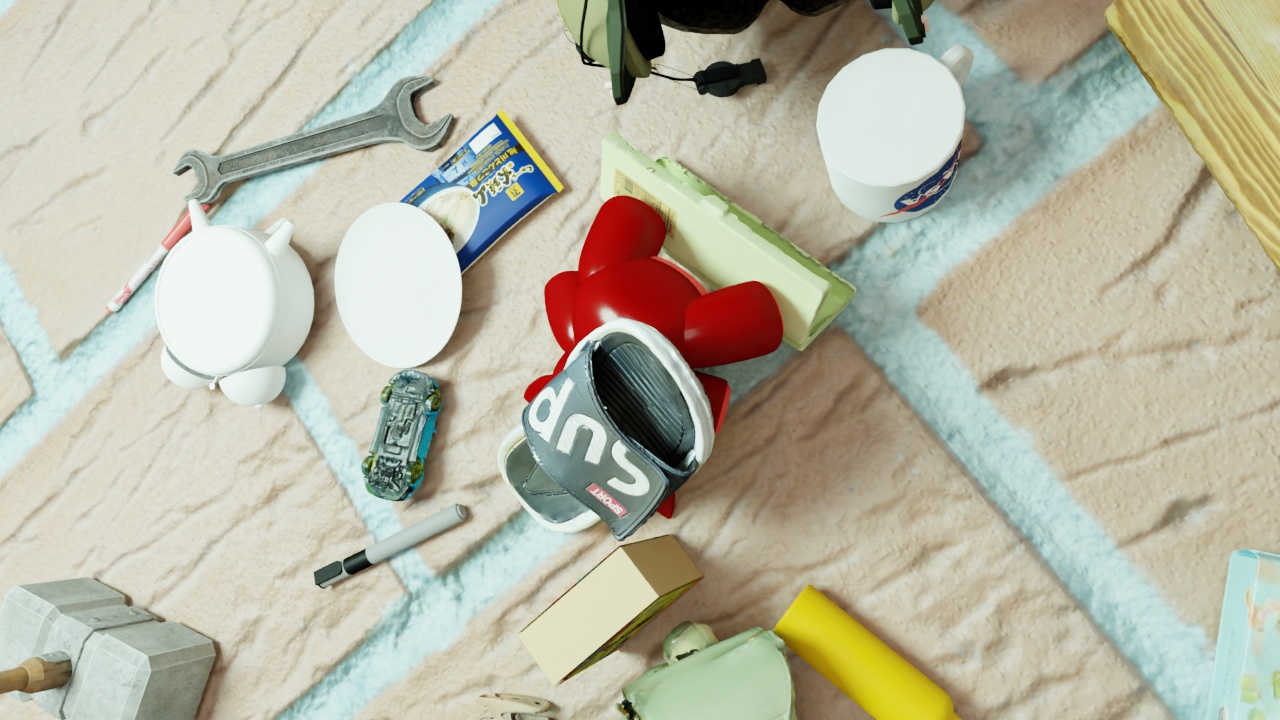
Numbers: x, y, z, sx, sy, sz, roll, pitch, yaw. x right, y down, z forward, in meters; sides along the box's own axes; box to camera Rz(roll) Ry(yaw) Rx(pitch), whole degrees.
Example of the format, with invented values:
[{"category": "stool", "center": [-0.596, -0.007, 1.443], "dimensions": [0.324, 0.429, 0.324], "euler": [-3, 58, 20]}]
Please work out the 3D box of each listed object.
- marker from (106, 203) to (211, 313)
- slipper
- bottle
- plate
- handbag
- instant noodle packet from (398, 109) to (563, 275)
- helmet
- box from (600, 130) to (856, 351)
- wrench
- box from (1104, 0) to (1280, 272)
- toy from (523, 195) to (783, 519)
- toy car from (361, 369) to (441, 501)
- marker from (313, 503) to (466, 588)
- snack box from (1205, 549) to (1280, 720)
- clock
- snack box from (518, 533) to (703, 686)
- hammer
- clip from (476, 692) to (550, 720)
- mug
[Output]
[{"category": "marker", "center": [-0.447, -0.096, 0.847], "dimensions": [0.142, 0.012, 0.013], "euler": [-45, 73, 7]}, {"category": "slipper", "center": [-0.039, 0.063, 0.593], "dimensions": [0.111, 0.265, 0.063], "euler": [49, 57, -1]}, {"category": "bottle", "center": [0.158, 0.212, 0.610], "dimensions": [0.143, 0.043, 0.043], "euler": [37, 95, 17]}, {"category": "plate", "center": [-0.198, -0.061, 0.754], "dimensions": [0.135, 0.011, 0.134], "euler": [4, 98, 27]}, {"category": "handbag", "center": [0.052, 0.263, 0.606], "dimensions": [0.113, 0.117, 0.186], "euler": [-19, 102, -13]}, {"category": "instant noodle packet", "center": [-0.138, -0.129, 0.750], "dimensions": [0.134, 0.026, 0.087], "euler": [-39, 77, 9]}, {"category": "helmet", "center": [0.069, -0.278, 0.574], "dimensions": [0.251, 0.255, 0.232], "euler": [-7, 84, 15]}, {"category": "box", "center": [0.065, -0.095, 0.644], "dimensions": [0.188, 0.098, 0.082], "euler": [39, 61, 15]}, {"category": "wrench", "center": [-0.291, -0.189, 0.804], "dimensions": [0.274, 0.010, 0.070], "euler": [-12, 79, 12]}, {"category": "box", "center": [0.529, -0.203, 0.499], "dimensions": [0.335, 0.287, 0.279], "euler": [-18, 74, -25]}, {"category": "toy", "center": [-0.004, 0.003, 0.644], "dimensions": [0.158, 0.120, 0.198], "euler": [36, 135, 15]}, {"category": "toy car", "center": [-0.189, 0.061, 0.739], "dimensions": [0.048, 0.032, 0.105], "euler": [8, 80, 18]}, {"category": "marker", "center": [-0.202, 0.150, 0.741], "dimensions": [0.141, 0.016, 0.016], "euler": [-27, 76, 12]}, {"category": "snack box", "center": [0.383, 0.205, 0.538], "dimensions": [0.075, 0.053, 0.174], "euler": [10, 85, 18]}, {"category": "clock", "center": [-0.342, -0.047, 0.786], "dimensions": [0.125, 0.072, 0.161], "euler": [14, 94, 18]}, {"category": "snack box", "center": [-0.015, 0.165, 0.625], "dimensions": [0.088, 0.125, 0.040], "euler": [-42, 74, 8]}, {"category": "hammer", "center": [-0.487, 0.237, 0.658], "dimensions": [0.163, 0.317, 0.083], "euler": [18, 89, 18]}, {"category": "clip", "center": [-0.097, 0.262, 0.693], "dimensions": [0.061, 0.025, 0.049], "euler": [-38, 70, 17]}, {"category": "mug", "center": [0.181, -0.161, 0.623], "dimensions": [0.091, 0.090, 0.121], "euler": [43, 96, 17]}]
